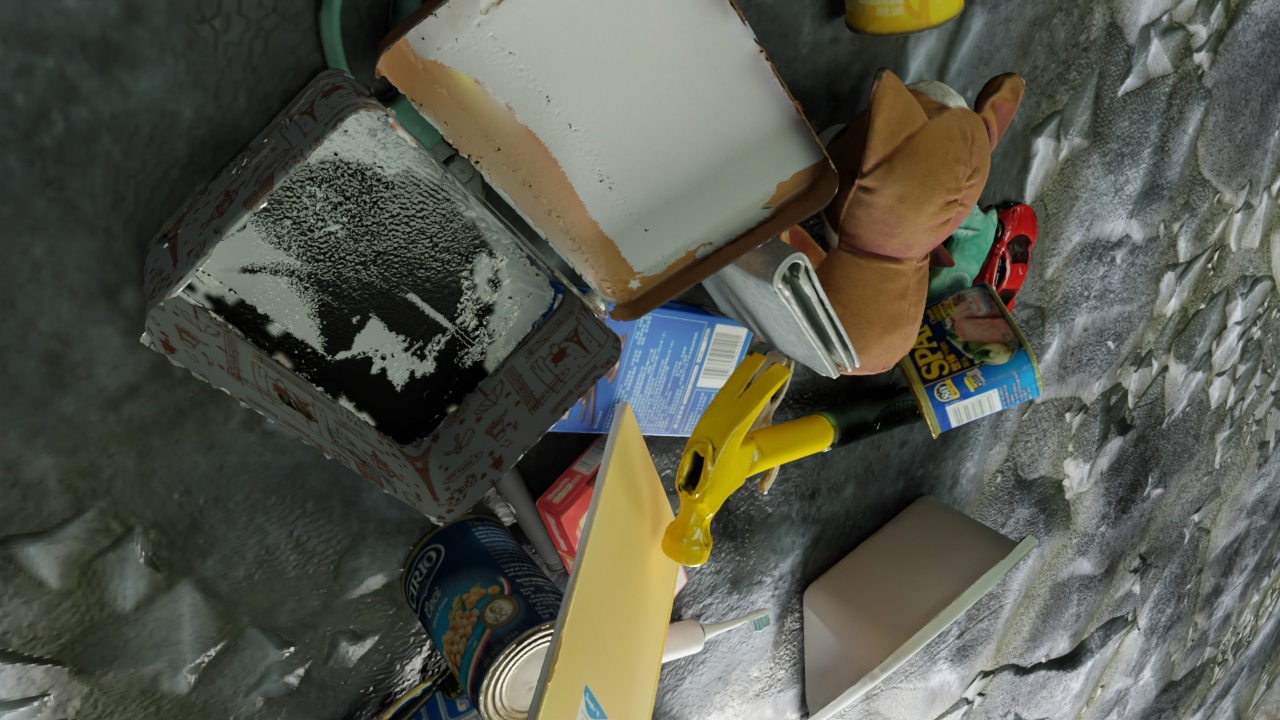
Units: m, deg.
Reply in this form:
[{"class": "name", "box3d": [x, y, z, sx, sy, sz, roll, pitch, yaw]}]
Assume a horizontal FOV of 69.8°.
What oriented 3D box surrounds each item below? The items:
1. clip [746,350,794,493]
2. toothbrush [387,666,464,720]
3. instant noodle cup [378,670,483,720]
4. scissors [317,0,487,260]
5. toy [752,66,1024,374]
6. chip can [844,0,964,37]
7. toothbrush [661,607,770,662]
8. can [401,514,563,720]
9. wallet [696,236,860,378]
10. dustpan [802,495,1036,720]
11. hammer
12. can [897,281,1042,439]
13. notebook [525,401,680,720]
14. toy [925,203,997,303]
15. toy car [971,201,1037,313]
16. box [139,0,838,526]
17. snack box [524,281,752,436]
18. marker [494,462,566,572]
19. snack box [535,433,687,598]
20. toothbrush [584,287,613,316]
[{"class": "clip", "box3d": [0.072, 0.047, 0.646, 0.096, 0.035, 0.101, -12, 116, -34]}, {"class": "toothbrush", "box3d": [-0.183, 0.251, 0.546, 0.212, 0.027, 0.026, -40, 142, -2]}, {"class": "instant noodle cup", "box3d": [-0.091, 0.280, 0.575, 0.151, 0.111, 0.152, -12, 124, -19]}, {"class": "scissors", "box3d": [-0.108, -0.118, 0.428, 0.129, 0.019, 0.185, 2, 111, -38]}, {"class": "toy", "box3d": [0.148, -0.091, 0.575, 0.139, 0.130, 0.200, -17, 144, -32]}, {"class": "chip can", "box3d": [0.134, -0.288, 0.486, 0.072, 0.072, 0.214, -31, 130, -21]}, {"class": "toothbrush", "box3d": [0.019, 0.217, 0.703, 0.220, 0.027, 0.026, -3, 80, -37]}, {"class": "can", "box3d": [-0.082, 0.150, 0.530, 0.075, 0.111, 0.075, -18, 123, -29]}, {"class": "wallet", "box3d": [0.063, -0.049, 0.520, 0.037, 0.130, 0.106, -45, 133, -5]}, {"class": "dustpan", "box3d": [0.256, 0.242, 0.822, 0.222, 0.143, 0.258, -32, 128, -20]}, {"class": "hammer", "box3d": [0.126, 0.050, 0.644, 0.300, 0.033, 0.129, -8, 120, -49]}, {"class": "can", "box3d": [0.236, -0.003, 0.678, 0.083, 0.102, 0.057, -23, 132, 13]}, {"class": "notebook", "box3d": [-0.010, 0.146, 0.522, 0.205, 0.010, 0.146, -75, 153, -44]}, {"class": "toy", "box3d": [0.245, -0.083, 0.713, 0.096, 0.030, 0.092, 18, 97, -34]}, {"class": "toy car", "box3d": [0.298, -0.077, 0.754, 0.049, 0.031, 0.106, -2, 113, -38]}, {"class": "box", "box3d": [-0.059, -0.063, 0.407, 0.261, 0.102, 0.178, -45, 129, 3]}, {"class": "snack box", "box3d": [-0.003, 0.003, 0.568, 0.157, 0.026, 0.085, 6, 109, -39]}, {"class": "marker", "box3d": [-0.072, 0.086, 0.565, 0.022, 0.020, 0.132, -30, 130, -8]}, {"class": "snack box", "box3d": [-0.015, 0.124, 0.614, 0.075, 0.025, 0.153, -45, 135, -30]}, {"class": "toothbrush", "box3d": [-0.050, 0.001, 0.503, 0.187, 0.016, 0.017, -49, 138, -5]}]
